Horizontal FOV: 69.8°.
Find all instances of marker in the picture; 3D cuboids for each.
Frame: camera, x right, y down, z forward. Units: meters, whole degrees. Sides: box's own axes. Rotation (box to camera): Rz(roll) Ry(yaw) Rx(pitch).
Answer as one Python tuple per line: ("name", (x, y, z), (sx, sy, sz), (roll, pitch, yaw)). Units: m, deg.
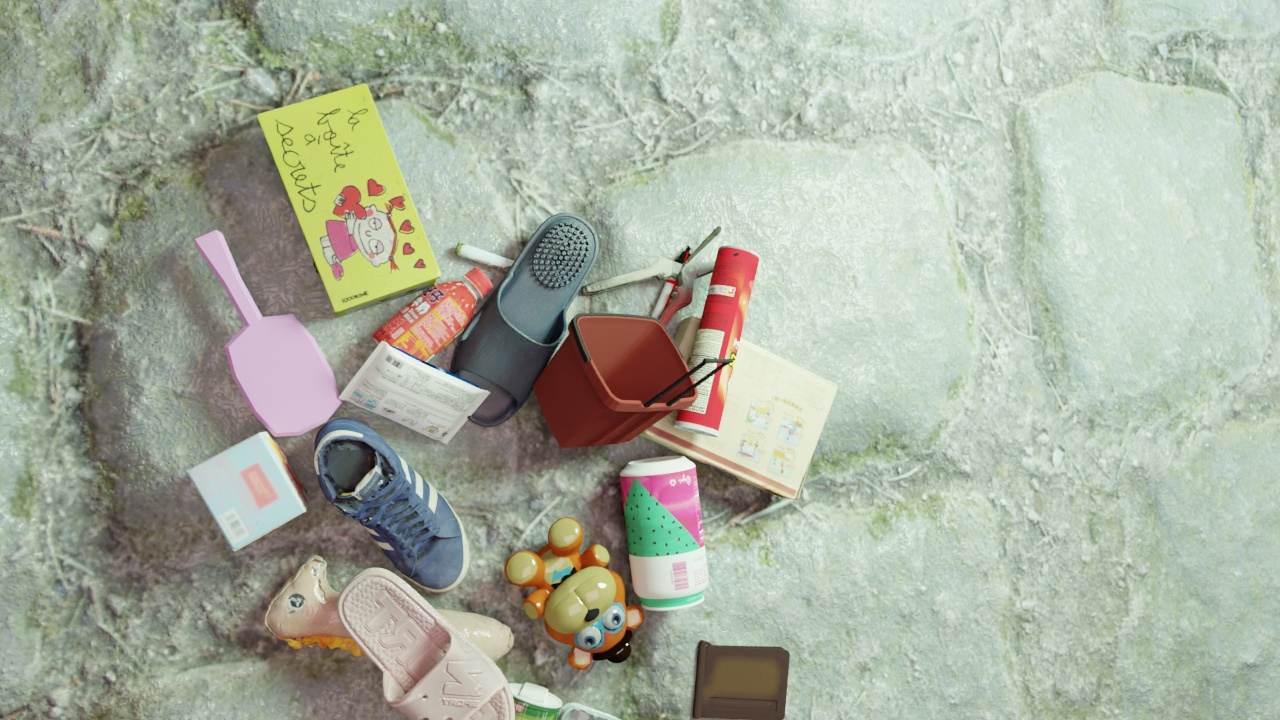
("marker", (0.032, -0.074, 1.110), (0.019, 0.019, 0.145), (25, 81, -13))
("marker", (-0.143, -0.106, 1.063), (0.146, 0.017, 0.017), (18, 82, -14))

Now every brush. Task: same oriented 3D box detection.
("brush", (-0.401, -0.029, 0.971), (0.089, 0.043, 0.228), (-29, 95, -15))

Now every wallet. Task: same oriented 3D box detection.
("wallet", (0.123, 0.390, 1.117), (0.115, 0.018, 0.091), (6, 86, -14))

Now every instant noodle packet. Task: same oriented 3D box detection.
("instant noodle packet", (-0.242, 0.038, 0.988), (0.134, 0.026, 0.087), (29, 115, -32))

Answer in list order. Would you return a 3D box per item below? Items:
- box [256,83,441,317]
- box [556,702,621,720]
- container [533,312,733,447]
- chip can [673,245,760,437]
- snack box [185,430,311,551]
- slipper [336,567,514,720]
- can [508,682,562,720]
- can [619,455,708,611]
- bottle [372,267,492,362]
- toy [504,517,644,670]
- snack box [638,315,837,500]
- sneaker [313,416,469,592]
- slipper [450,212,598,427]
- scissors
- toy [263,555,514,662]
("box", (-0.310, -0.169, 0.985), (0.124, 0.083, 0.221), (-19, 94, -16))
("box", (-0.080, 0.496, 1.023), (0.105, 0.130, 0.211), (20, 76, -1))
("container", (-0.006, 0.006, 0.980), (0.147, 0.201, 0.127), (0, 55, -46))
("chip can", (0.089, -0.023, 1.050), (0.051, 0.052, 0.214), (16, 81, -15))
("snack box", (-0.397, 0.130, 0.939), (0.079, 0.095, 0.093), (-30, 95, -16))
("slipper", (-0.216, 0.313, 0.933), (0.094, 0.064, 0.239), (-41, 93, -7))
("can", (-0.135, 0.425, 1.014), (0.067, 0.067, 0.121), (19, 83, -14))
("can", (0.028, 0.197, 1.060), (0.088, 0.088, 0.166), (-6, 89, -16))
("bottle", (-0.224, -0.049, 1.015), (0.137, 0.062, 0.062), (-43, 99, -15))
("toy", (-0.070, 0.266, 1.034), (0.112, 0.096, 0.176), (-38, 109, -12))
("snack box", (0.118, 0.059, 1.109), (0.207, 0.055, 0.153), (25, 80, -12))
("sneaker", (-0.257, 0.155, 0.965), (0.091, 0.118, 0.233), (-37, 97, -15))
("slipper", (-0.129, -0.048, 1.021), (0.101, 0.082, 0.263), (29, 88, -12))
("scissors", (0.022, -0.085, 1.092), (0.179, 0.015, 0.196), (15, 80, -1))
("toy", (-0.272, 0.321, 0.983), (0.264, 0.065, 0.196), (12, 79, -14))
